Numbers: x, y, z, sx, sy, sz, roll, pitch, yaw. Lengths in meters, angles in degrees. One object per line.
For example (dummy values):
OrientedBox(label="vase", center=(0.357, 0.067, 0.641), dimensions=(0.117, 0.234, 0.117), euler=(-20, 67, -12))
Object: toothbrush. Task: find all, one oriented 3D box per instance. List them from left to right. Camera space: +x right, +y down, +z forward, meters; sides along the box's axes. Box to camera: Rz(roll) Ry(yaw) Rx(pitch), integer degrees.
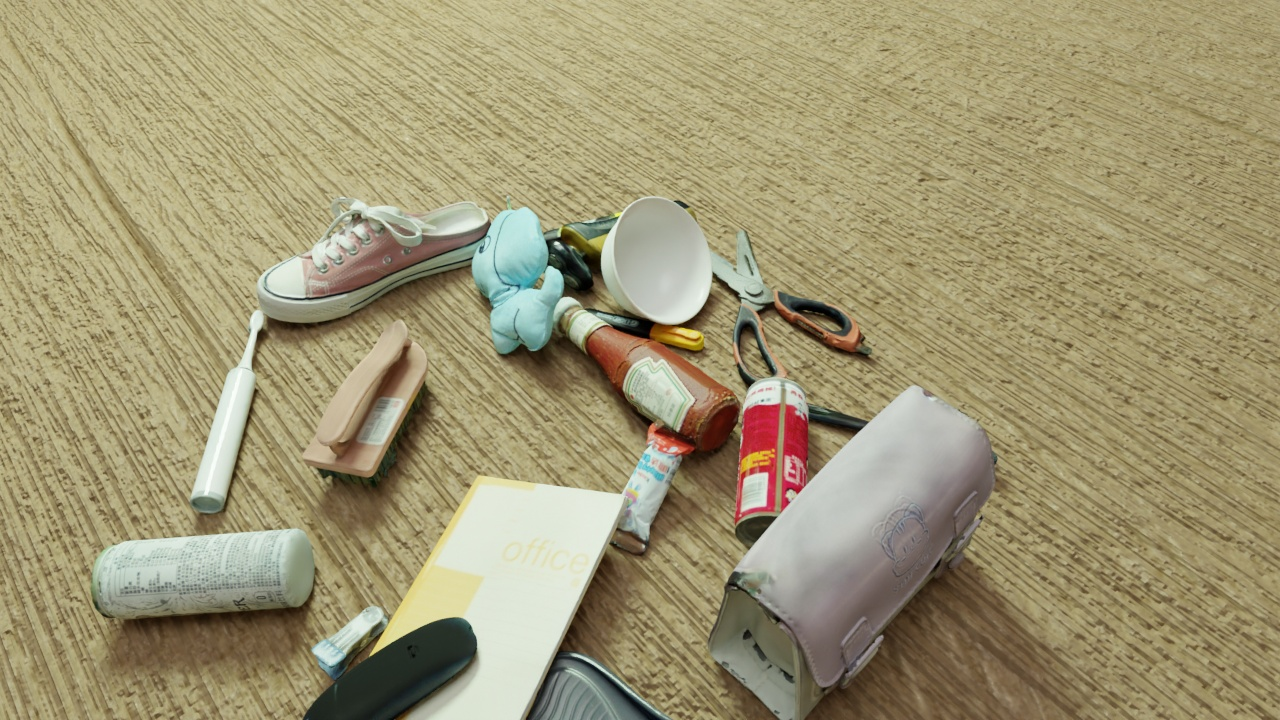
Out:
OrientedBox(label="toothbrush", center=(-0.363, 0.036, 0.821), dimensions=(0.026, 0.026, 0.220), euler=(21, 42, -28))
OrientedBox(label="toothbrush", center=(0.198, 0.059, 0.753), dimensions=(0.181, 0.018, 0.015), euler=(16, 50, 22))

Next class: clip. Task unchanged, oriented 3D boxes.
OrientedBox(label="clip", center=(-0.209, 0.202, 0.667), dimensions=(0.027, 0.044, 0.058), euler=(26, 51, 27))

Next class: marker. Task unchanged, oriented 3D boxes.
OrientedBox(label="marker", center=(-0.042, -0.139, 0.953), dimensions=(0.124, 0.015, 0.018), euler=(-13, 48, -2))
OrientedBox(label="marker", center=(0.000, -0.031, 0.851), dimensions=(0.124, 0.015, 0.018), euler=(15, 47, 20))

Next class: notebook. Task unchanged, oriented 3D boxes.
OrientedBox(label="notebook", center=(-0.109, 0.173, 0.663), dimensions=(0.146, 0.010, 0.205), euler=(3, 47, 30))

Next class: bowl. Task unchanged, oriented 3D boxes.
OrientedBox(label="bowl", center=(0.003, -0.087, 0.858), dimensions=(0.065, 0.118, 0.118), euler=(-12, 33, 51))

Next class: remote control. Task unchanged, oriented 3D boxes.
OrientedBox(label="remote control", center=(-0.174, 0.218, 0.619), dimensions=(0.136, 0.024, 0.053), euler=(-33, 39, -9))

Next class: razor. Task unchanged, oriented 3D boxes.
OrientedBox(label="razor", center=(-0.019, -0.119, 0.912), dimensions=(0.167, 0.062, 0.067), euler=(-23, 81, -21))

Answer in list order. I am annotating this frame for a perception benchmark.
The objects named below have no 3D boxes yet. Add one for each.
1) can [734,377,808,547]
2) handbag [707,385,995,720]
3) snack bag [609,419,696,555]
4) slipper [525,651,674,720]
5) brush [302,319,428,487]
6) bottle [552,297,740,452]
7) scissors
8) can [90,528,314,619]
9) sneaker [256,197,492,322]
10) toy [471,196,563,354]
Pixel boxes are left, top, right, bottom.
OrientedBox(label="can", center=(0.104, 0.079, 0.718), dimensions=(0.053, 0.053, 0.132), euler=(3, 49, 8))
OrientedBox(label="handbag", center=(0.143, 0.130, 0.609), dimensions=(0.196, 0.145, 0.098), euler=(-39, 53, -24))
OrientedBox(label="snack bag", center=(0.005, 0.098, 0.718), dimensions=(0.045, 0.026, 0.105), euler=(23, 80, 21))
OrientedBox(label="slipper", center=(0.005, 0.269, 0.544), dimensions=(0.110, 0.083, 0.268), euler=(-38, 54, -23))
OrientedBox(label="brush", center=(-0.225, 0.034, 0.779), dimensions=(0.063, 0.073, 0.145), euler=(8, 48, 14))
OrientedBox(label="bottle", center=(-0.005, 0.005, 0.793), dimensions=(0.059, 0.060, 0.206), euler=(-37, 52, -24))
OrientedBox(label="scissors", center=(0.117, -0.049, 0.853), dimensions=(0.225, 0.015, 0.188), euler=(21, 52, 22))
OrientedBox(label="can", center=(-0.325, 0.160, 0.687), dimensions=(0.147, 0.058, 0.058), euler=(-5, 49, 2))
OrientedBox(label="sneaker", center=(-0.264, -0.115, 0.903), dimensions=(0.240, 0.088, 0.118), euler=(-21, 50, -13))
OrientedBox(label="toy", center=(-0.117, -0.082, 0.859), dimensions=(0.162, 0.049, 0.156), euler=(-6, 73, 51))
